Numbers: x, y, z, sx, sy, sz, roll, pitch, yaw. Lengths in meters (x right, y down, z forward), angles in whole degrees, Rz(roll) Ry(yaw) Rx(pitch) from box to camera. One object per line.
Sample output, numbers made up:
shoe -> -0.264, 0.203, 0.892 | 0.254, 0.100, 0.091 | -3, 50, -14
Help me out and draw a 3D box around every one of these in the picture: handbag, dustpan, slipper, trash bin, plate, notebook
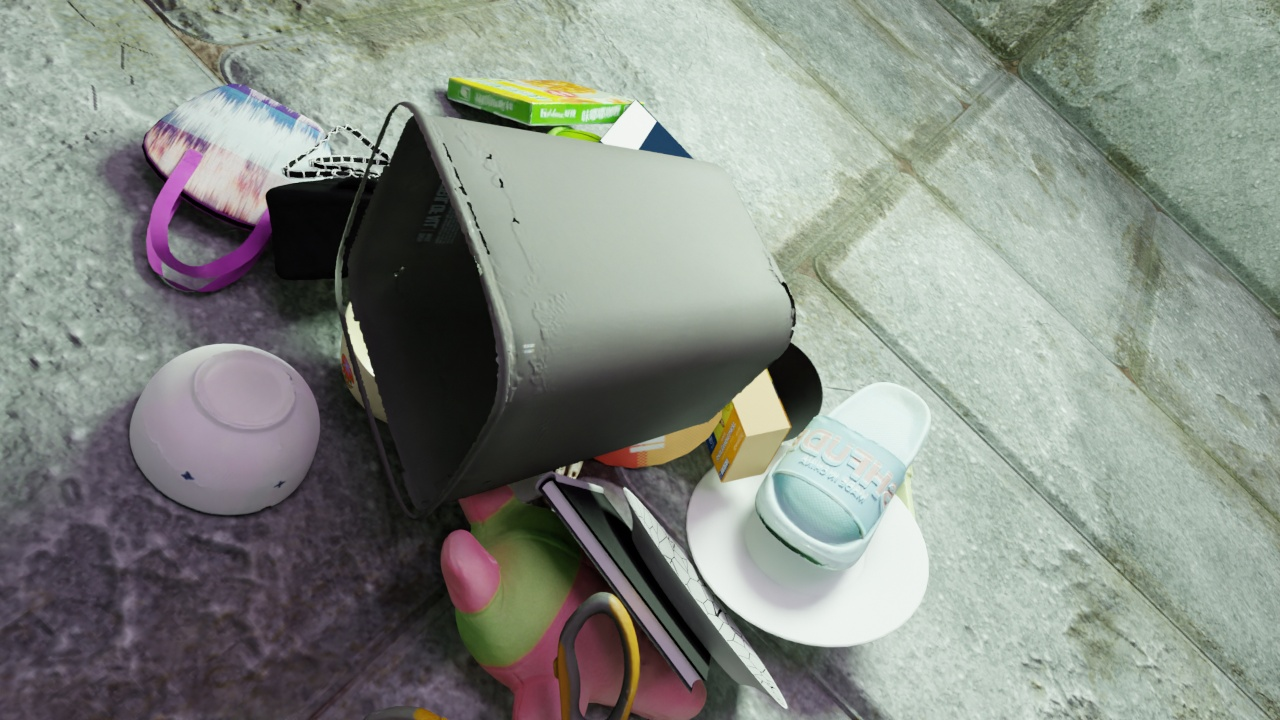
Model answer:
handbag -> -0.311, -0.122, 0.695 | 0.144, 0.068, 0.169 | 26, 48, -19
dustpan -> 0.048, -0.117, 0.926 | 0.273, 0.080, 0.235 | 44, 23, -12
handbag -> -0.190, -0.124, 0.697 | 0.125, 0.115, 0.153 | 3, 12, 20
slipper -> 0.187, 0.083, 0.807 | 0.104, 0.074, 0.244 | 30, 45, 22
trash bin -> -0.046, -0.033, 0.580 | 0.219, 0.198, 0.197 | -7, 63, -35
plate -> 0.142, 0.155, 0.789 | 0.208, 0.015, 0.208 | 5, 42, -5
notebook -> -0.003, 0.144, 0.626 | 0.149, 0.016, 0.207 | 51, -2, 11
plate -> 0.039, 0.172, 0.659 | 0.188, 0.016, 0.188 | 53, -2, 2

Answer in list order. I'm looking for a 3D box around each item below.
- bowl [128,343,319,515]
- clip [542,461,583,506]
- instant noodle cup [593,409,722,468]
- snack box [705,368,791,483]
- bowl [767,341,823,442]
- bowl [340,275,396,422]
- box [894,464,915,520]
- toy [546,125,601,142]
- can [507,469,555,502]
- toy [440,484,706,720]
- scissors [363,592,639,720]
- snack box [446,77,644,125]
bowl -> -0.258, 0.035, 0.585 | 0.113, 0.063, 0.113 | 21, 44, -22
clip -> -0.064, 0.090, 0.729 | 0.024, 0.045, 0.062 | 31, 59, -12
instant noodle cup -> -0.005, 0.005, 0.783 | 0.123, 0.124, 0.121 | 16, 38, -28
snack box -> 0.077, 0.028, 0.792 | 0.040, 0.088, 0.125 | -10, 60, -15
bowl -> 0.107, 0.036, 0.878 | 0.124, 0.053, 0.123 | 4, 58, -7
bowl -> -0.170, 0.006, 0.674 | 0.118, 0.074, 0.117 | 22, 43, -22
box -> 0.236, 0.137, 0.900 | 0.083, 0.092, 0.187 | 45, 36, -34
toy -> -0.048, -0.164, 0.921 | 0.190, 0.088, 0.237 | 39, 26, -29
can -> -0.094, 0.043, 0.705 | 0.072, 0.072, 0.128 | 26, 42, -18
toy -> -0.046, 0.175, 0.616 | 0.236, 0.097, 0.191 | 43, 25, -21
scissors -> -0.046, 0.234, 0.520 | 0.225, 0.225, 0.016 | 31, 5, 6
snack box -> -0.099, -0.278, 0.982 | 0.132, 0.027, 0.167 | 26, 29, 34
